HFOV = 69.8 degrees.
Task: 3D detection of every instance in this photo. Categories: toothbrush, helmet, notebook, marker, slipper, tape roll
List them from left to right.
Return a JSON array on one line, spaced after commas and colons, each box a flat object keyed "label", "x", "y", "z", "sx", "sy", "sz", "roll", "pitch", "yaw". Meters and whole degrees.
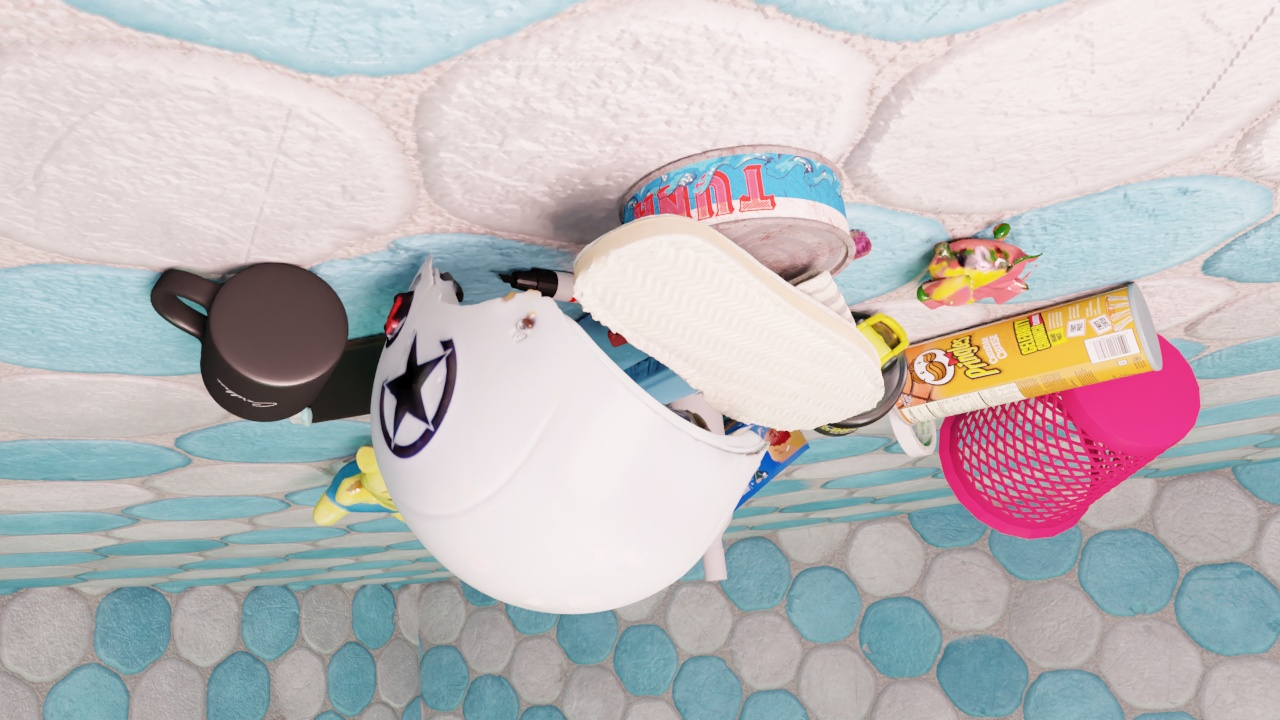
[{"label": "toothbrush", "x": -0.278, "y": 0.020, "z": 0.730, "sx": 0.016, "sy": 0.016, "sz": 0.181, "roll": 9, "pitch": 156, "yaw": -11}, {"label": "notebook", "x": -0.218, "y": 0.014, "z": 0.763, "sx": 0.209, "sy": 0.008, "sz": 0.141, "roll": -9, "pitch": 158, "yaw": 11}, {"label": "helmet", "x": -0.068, "y": 0.060, "z": 0.577, "sx": 0.236, "sy": 0.163, "sz": 0.264, "roll": 34, "pitch": 172, "yaw": -36}, {"label": "marker", "x": -0.030, "y": -0.047, "z": 0.625, "sx": 0.145, "sy": 0.019, "sz": 0.019, "roll": 6, "pitch": 160, "yaw": -35}, {"label": "toothbrush", "x": 0.063, "y": -0.047, "z": 0.621, "sx": 0.190, "sy": 0.016, "sz": 0.016, "roll": -20, "pitch": 155, "yaw": 18}, {"label": "slipper", "x": 0.061, "y": -0.018, "z": 0.537, "sx": 0.115, "sy": 0.054, "sz": 0.272, "roll": -17, "pitch": 152, "yaw": 28}, {"label": "tape roll", "x": 0.280, "y": 0.053, "z": 0.948, "sx": 0.018, "sy": 0.093, "sz": 0.093, "roll": -17, "pitch": 160, "yaw": 33}]

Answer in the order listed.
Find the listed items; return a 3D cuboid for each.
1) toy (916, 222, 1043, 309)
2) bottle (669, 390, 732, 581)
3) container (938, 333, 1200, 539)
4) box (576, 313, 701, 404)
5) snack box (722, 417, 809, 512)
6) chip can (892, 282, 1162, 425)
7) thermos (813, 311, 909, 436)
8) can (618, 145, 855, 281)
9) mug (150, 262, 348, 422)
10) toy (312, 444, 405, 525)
[{"label": "toy", "x": 0.234, "y": -0.060, "z": 0.639, "sx": 0.084, "sy": 0.046, "sz": 0.103, "roll": -27, "pitch": 162, "yaw": 20}, {"label": "bottle", "x": 0.063, "y": 0.119, "z": 0.912, "sx": 0.052, "sy": 0.195, "sz": 0.052, "roll": -6, "pitch": 164, "yaw": -2}, {"label": "container", "x": 0.441, "y": 0.066, "z": 0.942, "sx": 0.183, "sy": 0.183, "sz": 0.226, "roll": -4, "pitch": 156, "yaw": -8}, {"label": "box", "x": -0.005, "y": 0.008, "z": 0.785, "sx": 0.176, "sy": 0.047, "sz": 0.232, "roll": 5, "pitch": 161, "yaw": -31}, {"label": "snack box", "x": 0.067, "y": 0.137, "z": 1.030, "sx": 0.202, "sy": 0.069, "sz": 0.155, "roll": -34, "pitch": 180, "yaw": -29}, {"label": "chip can", "x": 0.331, "y": -0.001, "z": 0.812, "sx": 0.216, "sy": 0.075, "sz": 0.075, "roll": -18, "pitch": 160, "yaw": 35}, {"label": "thermos", "x": 0.179, "y": 0.020, "z": 0.814, "sx": 0.098, "sy": 0.098, "sz": 0.221, "roll": -8, "pitch": 167, "yaw": 8}, {"label": "can", "x": 0.054, "y": -0.071, "z": 0.526, "sx": 0.130, "sy": 0.044, "sz": 0.130, "roll": -5, "pitch": 164, "yaw": -2}, {"label": "mug", "x": -0.245, "y": -0.017, "z": 0.570, "sx": 0.113, "sy": 0.078, "sz": 0.088, "roll": 28, "pitch": 152, "yaw": -17}, {"label": "toy", "x": -0.276, "y": 0.137, "z": 1.060, "sx": 0.148, "sy": 0.084, "sz": 0.215, "roll": 4, "pitch": 159, "yaw": -36}]
